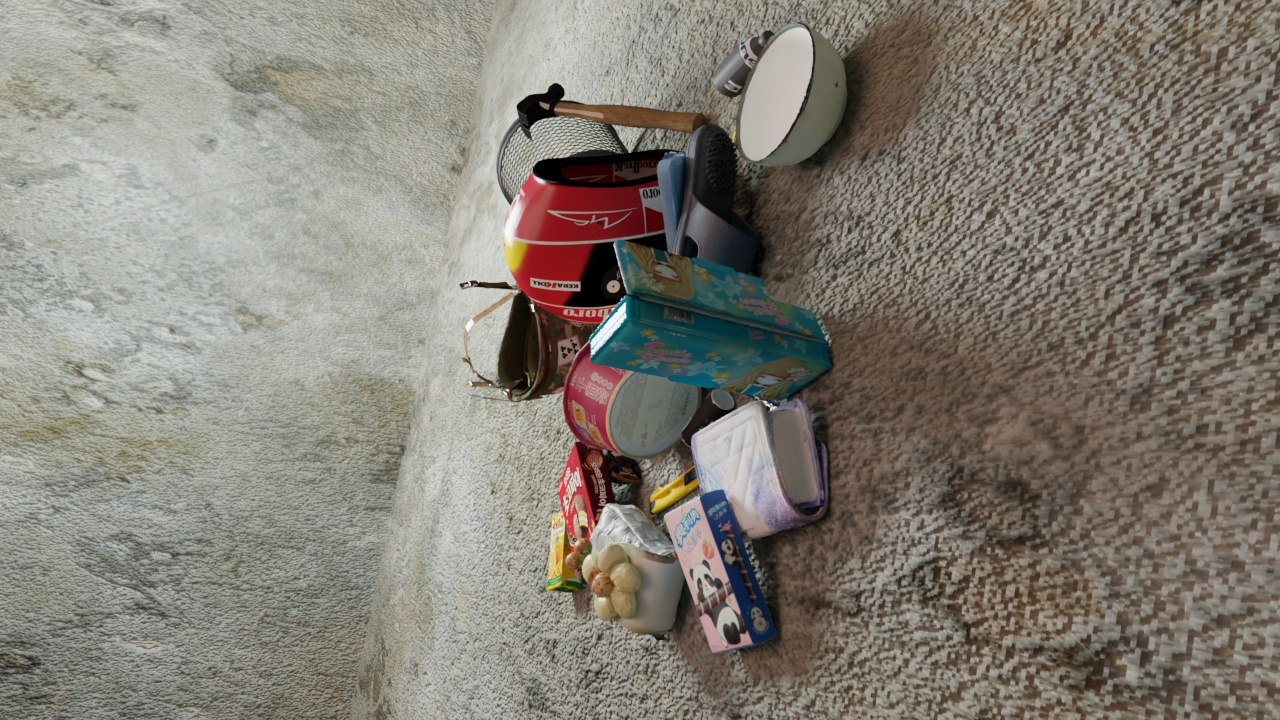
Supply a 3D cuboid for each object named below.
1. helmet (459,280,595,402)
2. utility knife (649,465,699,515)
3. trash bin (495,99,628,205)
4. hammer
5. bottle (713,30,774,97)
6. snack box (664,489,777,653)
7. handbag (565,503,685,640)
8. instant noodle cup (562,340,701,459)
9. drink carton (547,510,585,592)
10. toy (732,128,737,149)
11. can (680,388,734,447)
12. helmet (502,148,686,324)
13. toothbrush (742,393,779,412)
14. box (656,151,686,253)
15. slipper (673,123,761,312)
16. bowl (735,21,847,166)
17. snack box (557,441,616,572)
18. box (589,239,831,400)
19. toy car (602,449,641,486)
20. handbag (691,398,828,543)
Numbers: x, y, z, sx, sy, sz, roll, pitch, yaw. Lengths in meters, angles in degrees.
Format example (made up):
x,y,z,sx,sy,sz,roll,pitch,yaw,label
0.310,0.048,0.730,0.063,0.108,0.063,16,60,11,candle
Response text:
x,y,z,sx,sy,sz,roll,pitch,yaw,label
-0.187,-0.031,1.485,0.224,0.236,0.193,-99,24,-62,helmet
0.063,0.142,1.115,0.228,0.019,0.030,-42,50,50,utility knife
-0.100,-0.273,1.458,0.218,0.217,0.227,-67,29,24,trash bin
-0.048,-0.364,1.363,0.132,0.306,0.040,-49,-38,-39,hammer
0.135,-0.379,1.169,0.113,0.047,0.047,-33,49,58,bottle
0.079,0.217,0.939,0.088,0.033,0.154,-42,64,57,snack box
-0.022,0.247,1.114,0.171,0.123,0.112,34,116,60,handbag
0.000,0.046,1.130,0.078,0.178,0.179,34,111,48,instant noodle cup
-0.110,0.288,1.403,0.058,0.041,0.122,-38,44,57,drink carton
0.145,-0.298,1.108,0.084,0.046,0.104,-109,34,-41,toy
0.079,0.070,1.087,0.081,0.031,0.031,124,149,-41,can
-0.054,-0.164,1.277,0.197,0.270,0.225,-120,26,-61,helmet
0.119,0.032,1.039,0.016,0.017,0.189,-63,23,6,toothbrush
0.056,-0.154,1.148,0.122,0.047,0.210,-76,-20,-73,box
0.102,-0.157,1.084,0.083,0.101,0.263,-5,77,41,slipper
0.171,-0.280,1.000,0.154,0.072,0.153,-43,40,52,bowl
-0.074,0.206,1.292,0.152,0.035,0.132,113,145,-55,snack box
0.069,-0.045,0.916,0.097,0.226,0.117,136,139,-53,box
-0.036,0.148,1.293,0.047,0.047,0.111,-62,26,21,toy car
0.121,0.116,0.932,0.159,0.069,0.126,-38,60,58,handbag
